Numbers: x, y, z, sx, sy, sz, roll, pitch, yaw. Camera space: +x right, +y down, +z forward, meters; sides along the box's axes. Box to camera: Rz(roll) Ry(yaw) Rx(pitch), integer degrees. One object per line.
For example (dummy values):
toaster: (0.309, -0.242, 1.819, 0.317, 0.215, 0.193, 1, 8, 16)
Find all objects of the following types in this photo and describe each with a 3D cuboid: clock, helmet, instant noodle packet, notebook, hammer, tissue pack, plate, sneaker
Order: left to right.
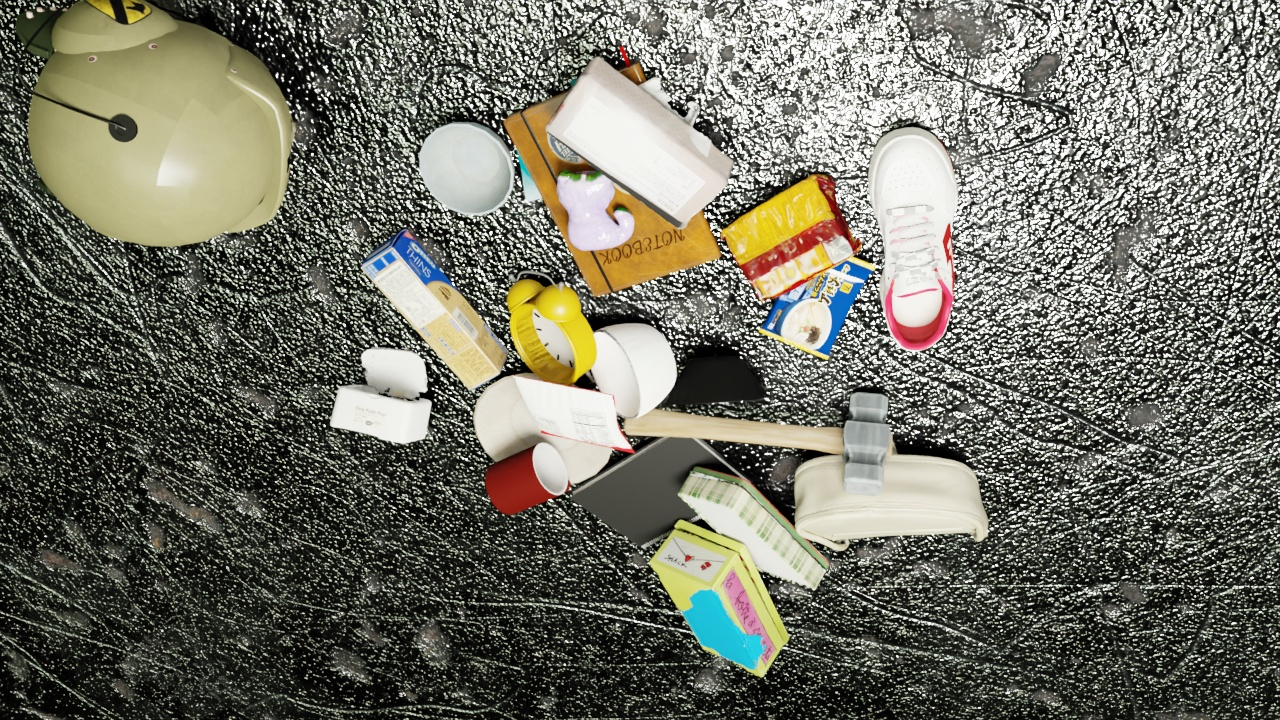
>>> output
helmet: (-0.468, -0.230, 0.917, 0.233, 0.254, 0.251, 21, 127, 1)
plate: (-0.128, 0.089, 1.224, 0.189, 0.027, 0.189, 5, 125, 8)
clock: (-0.107, -0.038, 1.097, 0.114, 0.051, 0.152, 13, 128, 42)
notebook: (-0.039, -0.195, 1.016, 0.179, 0.014, 0.249, -16, 120, 21)
tissue pack: (0.005, -0.228, 0.943, 0.181, 0.071, 0.104, 36, 138, -12)
notebook: (0.029, 0.177, 1.247, 0.207, 0.016, 0.149, -34, 121, 29)
hammer: (0.140, 0.088, 1.122, 0.323, 0.117, 0.051, 5, 151, 13)
instant noodle packet: (0.164, -0.131, 0.993, 0.136, 0.039, 0.098, -29, 94, 27)
instant noodle packet: (0.199, -0.069, 1.048, 0.087, 0.026, 0.135, 23, 126, 4)
sneaker: (0.286, -0.114, 0.952, 0.090, 0.104, 0.237, -2, 124, 12)

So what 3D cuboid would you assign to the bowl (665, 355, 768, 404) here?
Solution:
bowl: (0.090, 0.022, 1.103, 0.124, 0.124, 0.052, -4, 91, 14)

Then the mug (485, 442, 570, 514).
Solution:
mug: (-0.142, 0.162, 1.224, 0.083, 0.073, 0.105, -25, 146, 25)

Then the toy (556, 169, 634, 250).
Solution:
toy: (-0.048, -0.167, 1.006, 0.080, 0.036, 0.100, -5, 129, 2)

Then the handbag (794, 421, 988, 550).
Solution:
handbag: (0.318, 0.169, 1.171, 0.229, 0.131, 0.184, -6, 148, 19)

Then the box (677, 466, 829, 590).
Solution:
box: (0.149, 0.218, 1.194, 0.205, 0.050, 0.118, 44, 158, -27)

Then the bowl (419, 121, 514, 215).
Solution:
bowl: (-0.187, -0.217, 1.015, 0.106, 0.039, 0.106, 5, 125, 8)

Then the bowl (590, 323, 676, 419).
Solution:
bowl: (-0.007, 0.006, 1.096, 0.065, 0.116, 0.116, -24, 129, -26)

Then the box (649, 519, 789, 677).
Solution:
box: (0.113, 0.334, 1.278, 0.125, 0.082, 0.221, 12, 142, 44)

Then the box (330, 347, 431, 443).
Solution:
box: (-0.328, 0.033, 1.202, 0.110, 0.103, 0.130, 15, 92, 5)

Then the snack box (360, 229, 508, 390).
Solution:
snack box: (-0.249, -0.061, 1.128, 0.056, 0.057, 0.207, -27, 115, 22)

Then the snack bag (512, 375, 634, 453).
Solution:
snack bag: (-0.081, 0.070, 1.129, 0.131, 0.039, 0.144, 10, 150, 17)
